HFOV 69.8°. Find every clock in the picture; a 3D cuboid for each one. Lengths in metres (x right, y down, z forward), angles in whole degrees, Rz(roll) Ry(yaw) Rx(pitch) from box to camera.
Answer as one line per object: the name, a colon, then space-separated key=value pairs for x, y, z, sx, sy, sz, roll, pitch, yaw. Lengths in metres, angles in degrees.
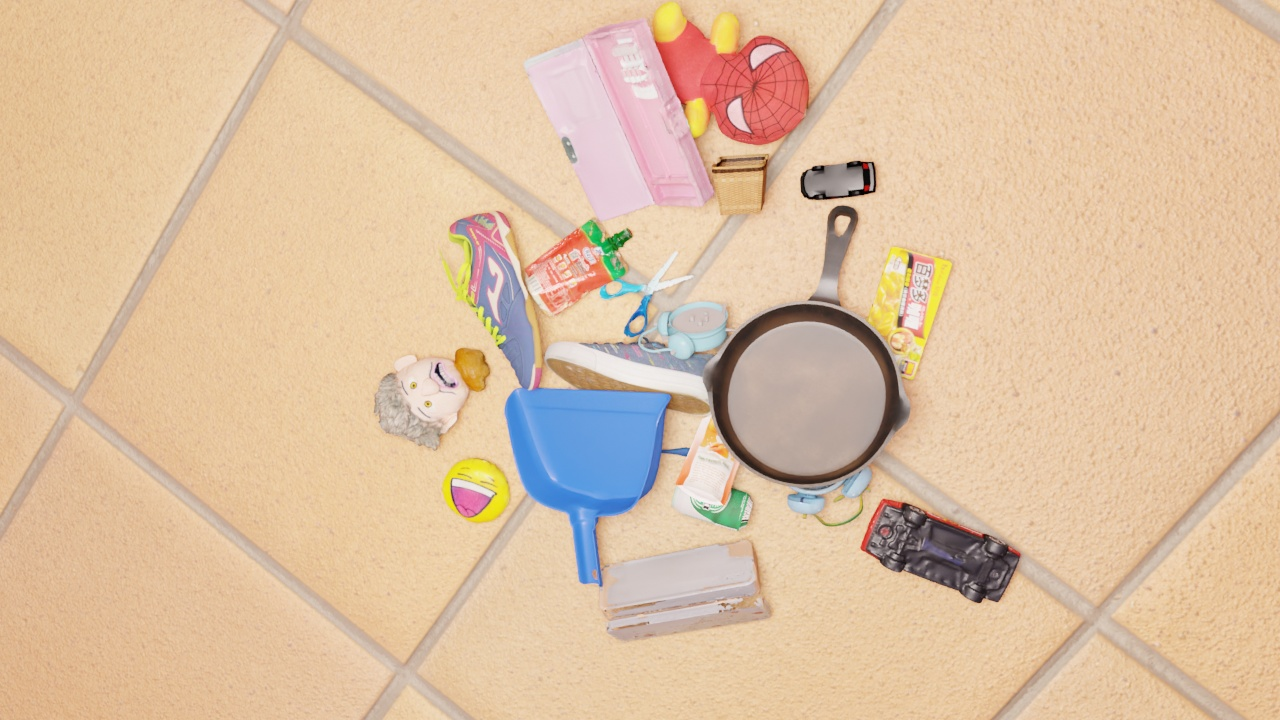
clock: x=0.226 y=0.131 z=1.164 sx=0.118 sy=0.060 sz=0.162 roll=-29 pitch=87 yaw=12
clock: x=0.056 y=-0.039 z=1.160 sx=0.123 sy=0.087 sz=0.042 roll=-17 pitch=125 yaw=-8

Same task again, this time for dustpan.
dustpan: x=-0.066 y=0.170 z=1.206 sx=0.246 sy=0.059 sz=0.258 roll=1 pitch=105 yaw=30

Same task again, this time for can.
can: x=0.094 y=0.186 z=1.200 sx=0.101 sy=0.053 sz=0.053 roll=16 pitch=99 yaw=9

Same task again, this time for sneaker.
sneaker: x=-0.007 y=0.007 z=1.199 sx=0.236 sy=0.087 sz=0.079 roll=13 pitch=64 yaw=13
sneaker: x=-0.195 y=-0.072 z=1.211 sx=0.091 sy=0.116 sz=0.242 roll=-15 pitch=89 yaw=-16

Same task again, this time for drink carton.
drink carton: x=0.097 y=0.119 z=1.181 sx=0.069 sy=0.039 sz=0.122 roll=23 pitch=64 yaw=3

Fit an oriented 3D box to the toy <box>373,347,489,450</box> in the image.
toy: x=-0.284 y=0.045 z=1.251 sx=0.176 sy=0.076 sz=0.132 roll=-35 pitch=89 yaw=5

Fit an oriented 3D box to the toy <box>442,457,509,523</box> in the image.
toy: x=-0.227 y=0.180 z=1.269 sx=0.095 sy=0.041 sz=0.094 roll=19 pitch=103 yaw=6

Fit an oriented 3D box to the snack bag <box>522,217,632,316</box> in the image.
snack bag: x=-0.078 y=-0.128 z=1.209 sx=0.155 sy=0.044 sz=0.087 roll=-33 pitch=85 yaw=8

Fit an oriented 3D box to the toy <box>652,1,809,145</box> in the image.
toy: x=0.104 y=-0.341 z=1.116 sx=0.216 sy=0.098 sz=0.148 roll=25 pitch=115 yaw=9

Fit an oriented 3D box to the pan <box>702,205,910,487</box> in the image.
pan: x=0.216 y=-0.019 z=1.128 sx=0.249 sy=0.043 sz=0.355 roll=12 pitch=80 yaw=16

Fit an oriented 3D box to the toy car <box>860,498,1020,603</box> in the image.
toy car: x=0.376 y=0.238 z=1.149 sx=0.189 sy=0.056 sz=0.082 roll=21 pitch=101 yaw=1

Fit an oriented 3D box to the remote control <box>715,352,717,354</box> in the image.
remote control: x=0.159 y=-0.021 z=1.186 sx=0.125 sy=0.010 sz=0.039 roll=-23 pitch=91 yaw=13

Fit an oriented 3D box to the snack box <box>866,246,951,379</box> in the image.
snack box: x=0.325 y=-0.060 z=1.141 sx=0.075 sy=0.025 sz=0.152 roll=17 pitch=99 yaw=9

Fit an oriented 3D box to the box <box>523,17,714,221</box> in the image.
box: x=-0.019 y=-0.289 z=1.124 sx=0.180 sy=0.059 sz=0.233 roll=-2 pitch=128 yaw=33

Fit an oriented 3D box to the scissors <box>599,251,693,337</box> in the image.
scissors: x=0.014 y=-0.083 z=1.196 sx=0.132 sy=0.015 sz=0.110 roll=-16 pitch=72 yaw=11

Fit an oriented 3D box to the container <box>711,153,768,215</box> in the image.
container: x=0.124 y=-0.217 z=1.125 sx=0.063 sy=0.113 sz=0.061 roll=-1 pitch=109 yaw=11

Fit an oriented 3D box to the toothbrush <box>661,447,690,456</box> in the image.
toothbrush: x=0.066 y=0.123 z=1.219 sx=0.132 sy=0.016 sz=0.021 roll=3 pitch=97 yaw=8

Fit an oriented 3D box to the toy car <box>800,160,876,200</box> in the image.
toy car: x=0.244 y=-0.221 z=1.134 sx=0.092 sy=0.036 sz=0.042 roll=-3 pitch=94 yaw=21

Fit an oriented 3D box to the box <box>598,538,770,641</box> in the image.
box: x=0.055 y=0.304 z=1.219 sx=0.216 sy=0.094 sz=0.107 roll=-14 pitch=70 yaw=13
